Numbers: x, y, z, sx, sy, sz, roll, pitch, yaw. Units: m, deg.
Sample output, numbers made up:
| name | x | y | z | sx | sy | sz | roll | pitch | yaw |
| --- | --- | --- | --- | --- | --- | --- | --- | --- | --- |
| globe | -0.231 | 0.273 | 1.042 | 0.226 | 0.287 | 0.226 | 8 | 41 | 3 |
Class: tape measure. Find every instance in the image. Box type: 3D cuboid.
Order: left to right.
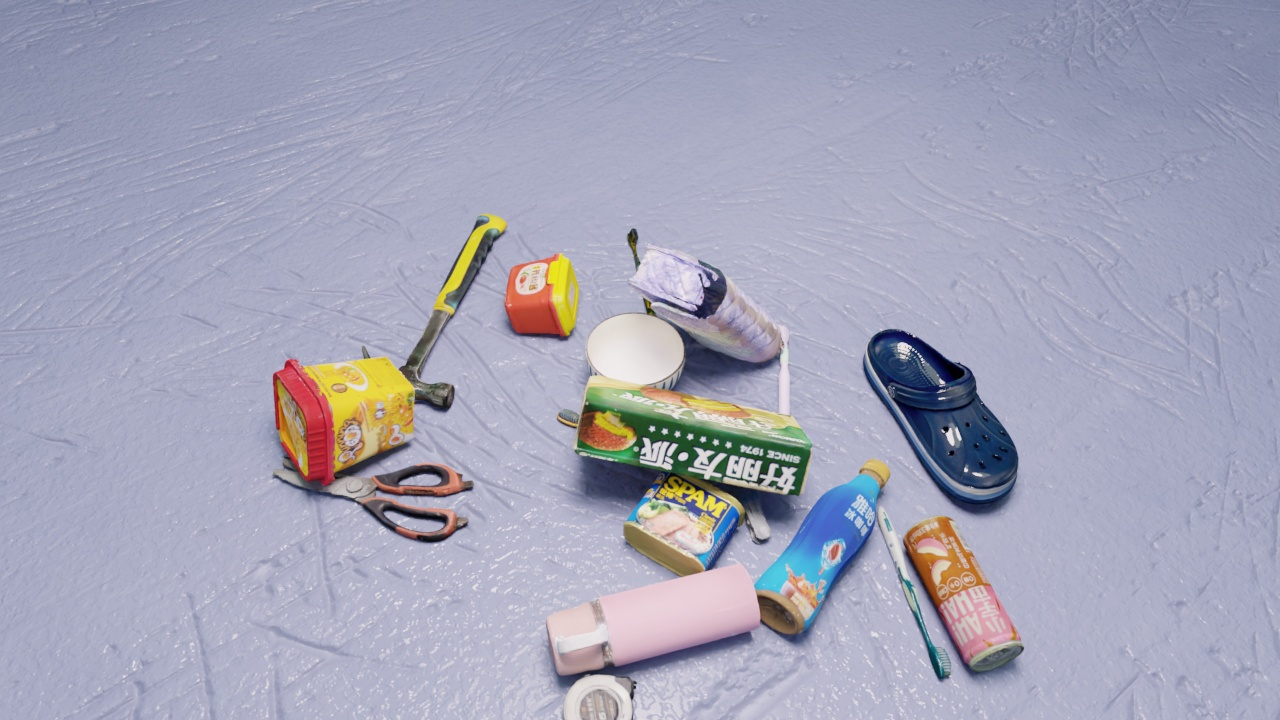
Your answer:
| name | x | y | z | sx | sy | sz | roll | pitch | yaw |
| --- | --- | --- | --- | --- | --- | --- | --- | --- | --- |
| tape measure | -0.038 | 0.321 | 0.833 | 0.066 | 0.034 | 0.065 | 6 | 47 | -1 |

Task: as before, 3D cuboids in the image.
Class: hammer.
| name | x | y | z | sx | sy | sz | roll | pitch | yaw |
| --- | --- | --- | --- | --- | --- | --- | --- | --- | --- |
| hammer | -0.247 | -0.077 | 1.166 | 0.126 | 0.032 | 0.322 | 12 | 50 | 6 |

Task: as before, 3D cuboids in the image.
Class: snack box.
| name | x | y | z | sx | sy | sz | roll | pitch | yaw |
| --- | --- | --- | --- | --- | --- | --- | --- | --- | --- |
| snack box | -0.123 | -0.079 | 1.147 | 0.080 | 0.082 | 0.091 | -6 | 48 | 10 |
| snack box | 0.053 | 0.078 | 0.973 | 0.240 | 0.063 | 0.114 | 12 | 11 | -3 |

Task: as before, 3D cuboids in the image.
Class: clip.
| name | x | y | z | sx | sy | sz | roll | pitch | yaw |
| --- | --- | --- | --- | --- | --- | --- | --- | --- | --- |
| clip | 0.122 | 0.168 | 0.981 | 0.026 | 0.041 | 0.058 | -8 | 55 | -13 |

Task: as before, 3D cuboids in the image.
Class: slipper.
| name | x | y | z | sx | sy | sz | roll | pitch | yaw |
| --- | --- | --- | --- | --- | --- | --- | --- | --- | --- |
| slipper | 0.348 | 0.046 | 1.050 | 0.105 | 0.095 | 0.252 | -17 | 49 | -13 |

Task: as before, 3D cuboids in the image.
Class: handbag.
| name | x | y | z | sx | sy | sz | roll | pitch | yaw |
| --- | --- | --- | --- | --- | --- | --- | --- | --- | --- |
| handbag | 0.078 | -0.061 | 1.069 | 0.134 | 0.193 | 0.075 | 26 | 89 | 32 |

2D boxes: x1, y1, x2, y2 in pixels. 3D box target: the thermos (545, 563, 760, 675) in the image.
| name | x | y | z | sx | sy | sz | roll | pitch | yaw |
| --- | --- | --- | --- | --- | --- | --- | --- | --- | --- |
| thermos | 0.012 | 0.245 | 0.866 | 0.198 | 0.087 | 0.067 | -10 | 75 | -13 |

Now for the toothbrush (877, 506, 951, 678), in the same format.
| name | x | y | z | sx | sy | sz | roll | pitch | yaw |
| --- | --- | --- | --- | --- | --- | --- | --- | --- | --- |
| toothbrush | 0.277 | 0.231 | 0.936 | 0.018 | 0.016 | 0.191 | 1 | 49 | -15 |

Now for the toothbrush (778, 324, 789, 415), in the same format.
| name | x | y | z | sx | sy | sz | roll | pitch | yaw |
| --- | --- | --- | --- | --- | --- | --- | --- | --- | --- |
| toothbrush | 0.170 | 0.033 | 1.099 | 0.029 | 0.021 | 0.188 | 27 | 46 | -23 |

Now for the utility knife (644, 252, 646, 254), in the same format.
| name | x | y | z | sx | sy | sz | roll | pitch | yaw |
| --- | --- | --- | --- | --- | --- | --- | --- | --- | --- |
| utility knife | 0.079 | -0.094 | 1.211 | 0.198 | 0.021 | 0.030 | 36 | 62 | 19 |

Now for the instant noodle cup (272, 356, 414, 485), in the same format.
| name | x | y | z | sx | sy | sz | roll | pitch | yaw |
| --- | --- | --- | --- | --- | --- | --- | --- | --- | --- |
| instant noodle cup | -0.318 | 0.056 | 0.994 | 0.123 | 0.116 | 0.116 | -16 | 41 | -36 |

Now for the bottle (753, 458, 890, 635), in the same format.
| name | x | y | z | sx | sy | sz | roll | pitch | yaw |
| --- | --- | --- | --- | --- | --- | --- | --- | --- | --- |
| bottle | 0.194 | 0.181 | 0.942 | 0.065 | 0.065 | 0.218 | 31 | 55 | 22 |

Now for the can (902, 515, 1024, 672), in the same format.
| name | x | y | z | sx | sy | sz | roll | pitch | yaw |
| --- | --- | --- | --- | --- | --- | --- | --- | --- | --- |
| can | 0.318 | 0.229 | 0.912 | 0.058 | 0.058 | 0.147 | -11 | 50 | -12 |

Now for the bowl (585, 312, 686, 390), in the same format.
| name | x | y | z | sx | sy | sz | roll | pitch | yaw |
| --- | --- | --- | --- | --- | --- | --- | --- | --- | --- |
| bowl | -0.006 | 0.006 | 1.083 | 0.116 | 0.066 | 0.116 | 1 | 48 | -2 |

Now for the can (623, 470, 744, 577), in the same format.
| name | x | y | z | sx | sy | sz | roll | pitch | yaw |
| --- | --- | --- | --- | --- | --- | --- | --- | --- | --- |
| can | 0.044 | 0.169 | 0.952 | 0.102 | 0.057 | 0.083 | 26 | 55 | 19 |

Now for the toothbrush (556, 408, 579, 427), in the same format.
| name | x | y | z | sx | sy | sz | roll | pitch | yaw |
| --- | --- | --- | --- | --- | --- | --- | --- | --- | --- |
| toothbrush | -0.008 | 0.091 | 1.041 | 0.191 | 0.018 | 0.016 | 19 | 53 | 13 |

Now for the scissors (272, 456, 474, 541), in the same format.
| name | x | y | z | sx | sy | sz | roll | pitch | yaw |
| --- | --- | --- | --- | --- | --- | --- | --- | --- | --- |
| scissors | -0.288 | 0.132 | 0.996 | 0.196 | 0.015 | 0.205 | -28 | 56 | -23 |

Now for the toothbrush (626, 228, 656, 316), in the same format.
| name | x | y | z | sx | sy | sz | roll | pitch | yaw |
| --- | --- | --- | --- | --- | --- | --- | --- | --- | --- |
| toothbrush | 0.004 | -0.109 | 1.215 | 0.012 | 0.017 | 0.185 | 10 | 45 | -25 |
